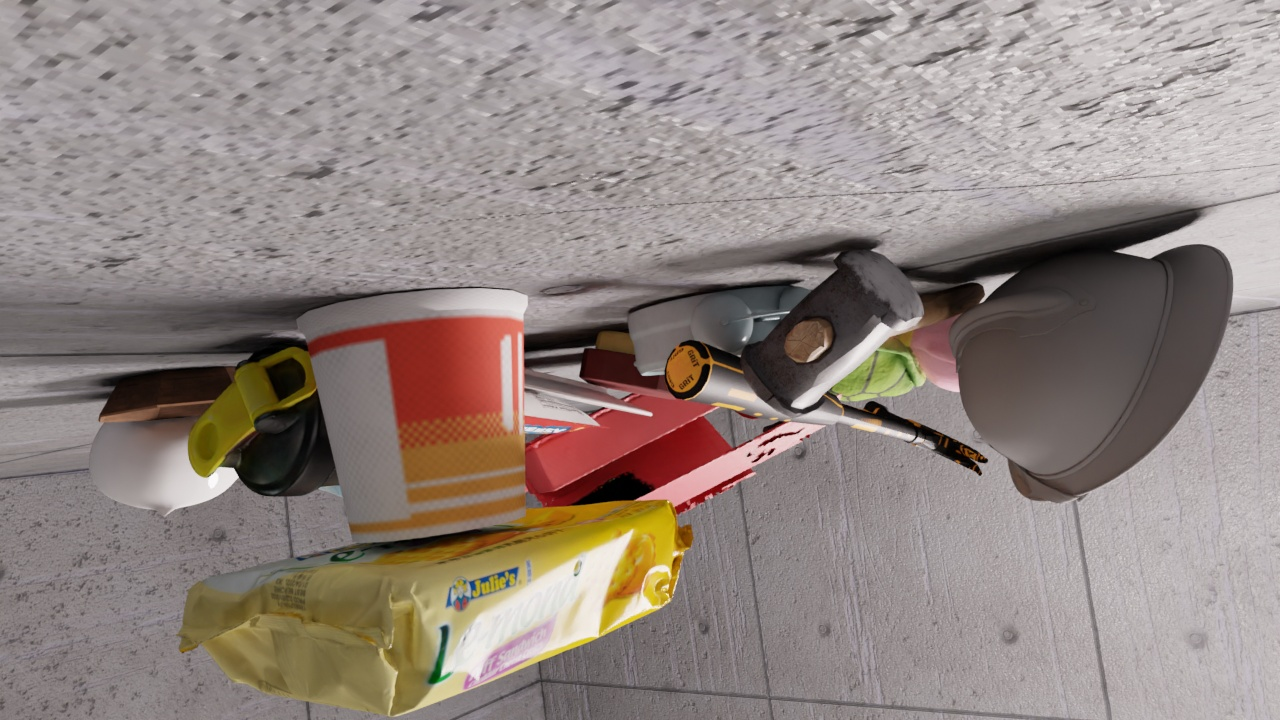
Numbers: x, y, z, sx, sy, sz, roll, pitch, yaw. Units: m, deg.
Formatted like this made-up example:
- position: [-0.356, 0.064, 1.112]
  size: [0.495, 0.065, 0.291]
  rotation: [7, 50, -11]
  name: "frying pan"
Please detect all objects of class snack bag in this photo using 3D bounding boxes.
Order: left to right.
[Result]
- position: [-0.092, 0.124, 0.495]
  size: [0.160, 0.068, 0.246]
  rotation: [-12, 174, 37]
  name: "snack bag"
- position: [-0.120, 0.048, 0.863]
  size: [0.130, 0.039, 0.144]
  rotation: [11, 175, -31]
  name: "snack bag"

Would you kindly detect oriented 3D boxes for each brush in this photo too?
- position: [-0.005, 0.005, 0.792]
  size: [0.082, 0.042, 0.173]
  rotation: [10, 176, 1]
  name: "brush"

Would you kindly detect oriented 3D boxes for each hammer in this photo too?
- position: [0.135, 0.036, 0.636]
  size: [0.320, 0.036, 0.123]
  rotation: [16, -171, -45]
  name: "hammer"
- position: [0.176, -0.030, 0.618]
  size: [0.098, 0.052, 0.327]
  rotation: [-46, 161, 30]
  name: "hammer"

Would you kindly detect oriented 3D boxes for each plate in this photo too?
- position: [-0.333, 0.025, 0.681]
  size: [0.131, 0.025, 0.131]
  rotation: [-8, 176, -1]
  name: "plate"
- position: [-0.090, 0.019, 0.802]
  size: [0.208, 0.015, 0.208]
  rotation: [12, 176, 1]
  name: "plate"

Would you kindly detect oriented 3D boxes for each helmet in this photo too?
- position: [0.279, -0.005, 0.653]
  size: [0.118, 0.183, 0.271]
  rotation: [23, 163, 3]
  name: "helmet"

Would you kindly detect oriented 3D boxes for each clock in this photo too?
- position: [0.059, -0.021, 0.640]
  size: [0.122, 0.045, 0.160]
  rotation: [-7, 176, -25]
  name: "clock"

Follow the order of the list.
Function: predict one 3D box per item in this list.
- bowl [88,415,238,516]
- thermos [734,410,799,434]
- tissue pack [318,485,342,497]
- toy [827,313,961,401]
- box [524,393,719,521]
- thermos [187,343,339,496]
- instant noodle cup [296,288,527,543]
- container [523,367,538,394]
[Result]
- position: [-0.384, 0.064, 0.746]
  size: [0.114, 0.051, 0.114]
  rotation: [12, -149, -7]
  name: "bowl"
- position: [0.180, 0.033, 1.114]
  size: [0.084, 0.108, 0.198]
  rotation: [14, -168, 34]
  name: "thermos"
- position: [-0.219, 0.072, 0.791]
  size: [0.111, 0.070, 0.182]
  rotation: [-37, -155, -33]
  name: "tissue pack"
- position: [0.213, -0.008, 0.830]
  size: [0.238, 0.087, 0.190]
  rotation: [-2, 170, 19]
  name: "toy"
- position: [-0.037, 0.170, 1.116]
  size: [0.213, 0.171, 0.480]
  rotation: [-25, 142, -21]
  name: "box"
- position: [-0.180, 0.042, 0.625]
  size: [0.098, 0.098, 0.220]
  rotation: [-10, 169, 33]
  name: "thermos"
- position: [-0.117, 0.032, 0.508]
  size: [0.123, 0.121, 0.123]
  rotation: [-8, 176, -1]
  name: "instant noodle cup"
- position: [-0.172, 0.038, 0.998]
  size: [0.129, 0.049, 0.080]
  rotation: [-9, 176, 19]
  name: "container"
